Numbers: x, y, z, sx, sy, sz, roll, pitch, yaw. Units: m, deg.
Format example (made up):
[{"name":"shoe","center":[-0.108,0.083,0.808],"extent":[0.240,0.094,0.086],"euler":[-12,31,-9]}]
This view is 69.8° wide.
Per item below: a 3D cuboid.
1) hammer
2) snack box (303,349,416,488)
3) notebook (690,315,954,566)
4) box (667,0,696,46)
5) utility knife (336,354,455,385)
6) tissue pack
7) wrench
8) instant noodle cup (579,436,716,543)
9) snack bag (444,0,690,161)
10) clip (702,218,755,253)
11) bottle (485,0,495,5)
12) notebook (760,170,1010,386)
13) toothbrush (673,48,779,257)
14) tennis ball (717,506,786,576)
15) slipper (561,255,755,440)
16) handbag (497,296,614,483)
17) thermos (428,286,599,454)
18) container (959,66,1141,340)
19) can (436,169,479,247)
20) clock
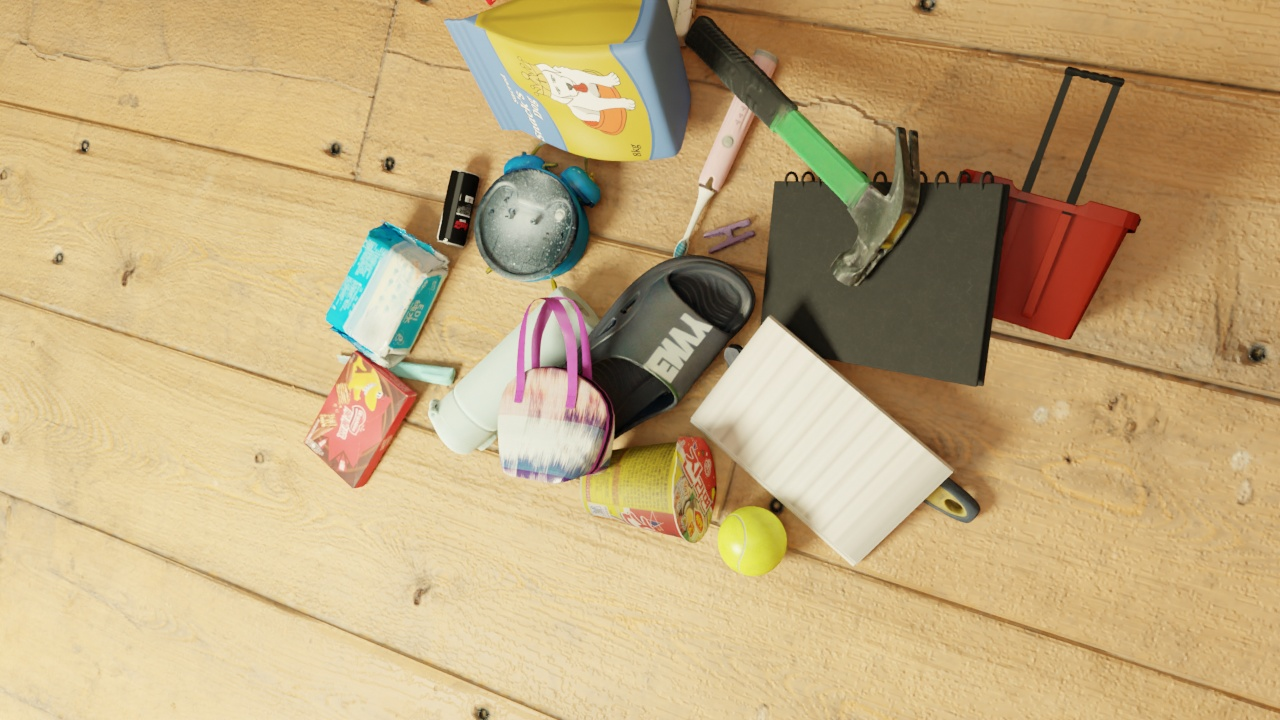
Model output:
[{"name":"hammer","center":[0.134,-0.219,0.836],"extent":[0.318,0.032,0.130],"euler":[55,131,31]},{"name":"snack box","center":[-0.318,0.066,1.035],"extent":[0.089,0.021,0.133],"euler":[37,105,16]},{"name":"notebook","center":[0.160,0.077,0.853],"extent":[0.210,0.009,0.143],"euler":[42,123,11]},{"name":"box","center":[-0.023,-0.401,0.906],"extent":[0.186,0.101,0.145],"euler":[6,90,-8]},{"name":"utility knife","center":[-0.279,0.009,1.034],"extent":[0.158,0.015,0.022],"euler":[8,112,19]},{"name":"tissue pack","center":[-0.276,-0.073,1.012],"extent":[0.093,0.061,0.144],"euler":[32,101,15]},{"name":"wrench","center":[0.193,0.065,0.854],"extent":[0.273,0.022,0.074],"euler":[35,124,9]},{"name":"instant noodle cup","center":[0.005,0.125,0.900],"extent":[0.113,0.100,0.100],"euler":[-3,87,27]},{"name":"snack bag","center":[-0.067,-0.277,0.888],"extent":[0.205,0.159,0.102],"euler":[3,64,16]},{"name":"clip","center":[0.088,-0.126,0.918],"extent":[0.052,0.013,0.036],"euler":[-23,82,14]},{"name":"bottle","center":[-0.112,-0.431,0.980],"extent":[0.142,0.042,0.042],"euler":[-36,78,14]},{"name":"notebook","center":[0.202,-0.080,0.806],"extent":[0.232,0.019,0.169],"euler":[13,102,48]},{"name":"toothbrush","center":[0.081,-0.201,0.915],"extent":[0.027,0.026,0.222],"euler":[25,96,9]},{"name":"tennis ball","center":[0.106,0.171,0.873],"extent":[0.065,0.065,0.065],"euler":[-1,88,18]},{"name":"slipper","center":[-0.005,0.005,0.890],"extent":[0.110,0.083,0.269],"euler":[43,107,-14]},{"name":"handbag","center":[-0.083,0.025,0.868],"extent":[0.145,0.067,0.170],"euler":[4,96,38]},{"name":"thermos","center":[-0.133,0.014,0.959],"extent":[0.207,0.065,0.078],"euler":[-43,116,13]},{"name":"container","center":[0.340,-0.131,0.773],"extent":[0.148,0.126,0.201],"euler":[21,104,19]},{"name":"can","center":[-0.200,-0.166,1.005],"extent":[0.031,0.031,0.080],"euler":[13,92,18]},{"name":"clock","center":[-0.103,-0.155,0.959],"extent":[0.117,0.060,0.161],"euler":[21,93,19]}]
